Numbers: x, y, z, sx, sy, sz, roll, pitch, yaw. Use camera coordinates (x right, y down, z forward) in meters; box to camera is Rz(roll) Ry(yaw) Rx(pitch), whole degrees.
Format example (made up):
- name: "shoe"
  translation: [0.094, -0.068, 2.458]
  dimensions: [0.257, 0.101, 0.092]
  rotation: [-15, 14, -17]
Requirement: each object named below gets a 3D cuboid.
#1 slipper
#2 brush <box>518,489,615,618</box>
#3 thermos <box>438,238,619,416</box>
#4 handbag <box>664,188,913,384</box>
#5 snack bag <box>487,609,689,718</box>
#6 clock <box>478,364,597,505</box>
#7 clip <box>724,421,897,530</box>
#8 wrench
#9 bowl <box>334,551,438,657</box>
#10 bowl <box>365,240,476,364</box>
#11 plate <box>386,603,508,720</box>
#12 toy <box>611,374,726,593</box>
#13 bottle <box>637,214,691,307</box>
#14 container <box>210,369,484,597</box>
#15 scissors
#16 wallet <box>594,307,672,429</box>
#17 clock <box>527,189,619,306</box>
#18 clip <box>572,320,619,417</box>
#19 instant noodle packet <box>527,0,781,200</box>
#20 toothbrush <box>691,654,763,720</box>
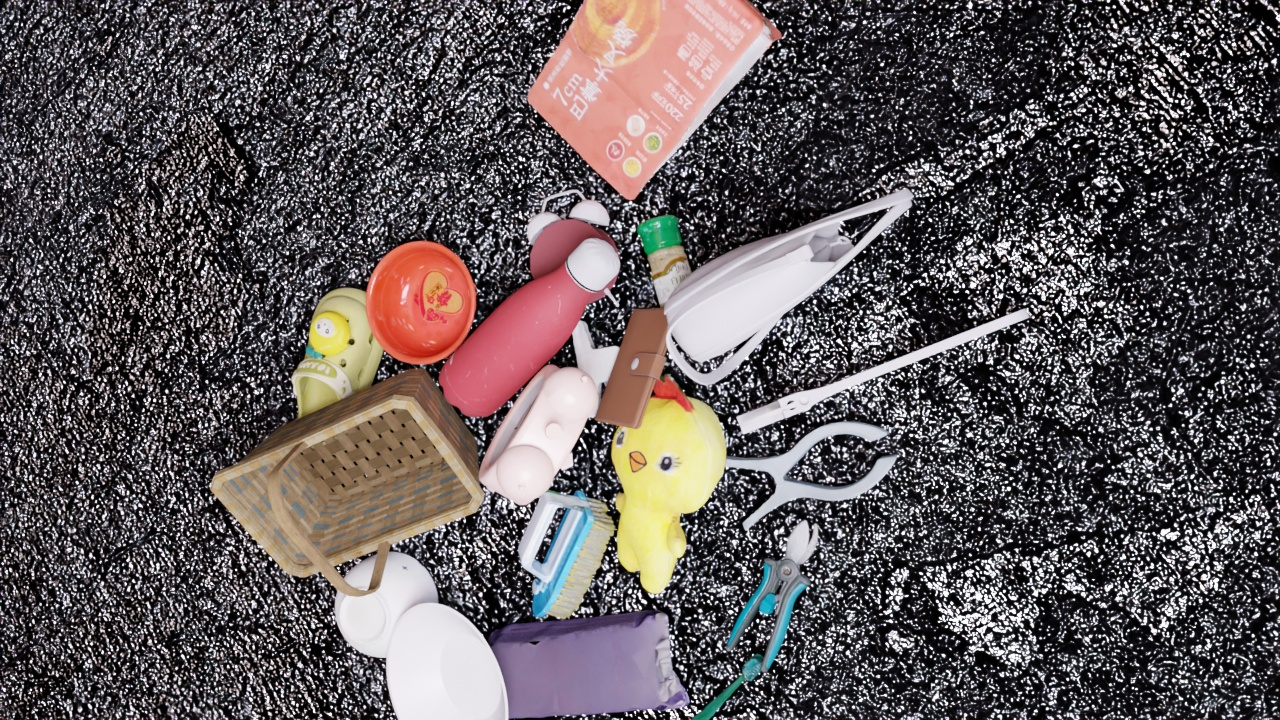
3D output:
- name: "slipper"
  translation: [-0.344, 0.013, 1.004]
  dimensions: [0.092, 0.081, 0.190]
  rotation: [16, 98, 19]
- name: "brush"
  translation: [-0.085, 0.199, 0.921]
  dimensions: [0.075, 0.055, 0.136]
  rotation: [17, 108, -22]
- name: "thermos"
  translation: [-0.107, -0.034, 0.898]
  dimensions: [0.241, 0.073, 0.073]
  rotation: [-41, 79, 32]
- name: "handbag"
  translation: [0.134, -0.075, 0.785]
  dimensions: [0.223, 0.215, 0.095]
  rotation: [-31, 91, 24]
- name: "snack bag"
  translation: [-0.059, 0.312, 0.928]
  dimensions: [0.206, 0.058, 0.096]
  rotation: [-12, 86, 18]
- name: "clock"
  translation: [-0.091, 0.076, 0.877]
  dimensions: [0.086, 0.161, 0.131]
  rotation: [31, 76, -6]
- name: "clip"
  translation: [0.156, 0.090, 0.877]
  dimensions: [0.163, 0.027, 0.106]
  rotation: [-24, 82, 15]
- name: "wrench"
  translation: [0.219, 0.010, 0.842]
  dimensions: [0.273, 0.086, 0.018]
  rotation: [-22, 84, 6]
- name: "bowl"
  translation: [-0.283, 0.268, 0.995]
  dimensions: [0.113, 0.063, 0.113]
  rotation: [0, 91, 16]
- name: "bowl"
  translation: [-0.226, -0.060, 0.983]
  dimensions: [0.131, 0.045, 0.130]
  rotation: [0, 90, 17]
- name: "plate"
  translation: [-0.186, 0.328, 0.933]
  dimensions: [0.174, 0.036, 0.174]
  rotation: [4, 96, 35]
- name: "toy"
  translation: [0.023, 0.118, 0.882]
  dimensions: [0.134, 0.092, 0.208]
  rotation: [28, 102, 51]
- name: "bottle"
  translation: [0.030, -0.086, 0.905]
  dimensions: [0.043, 0.043, 0.111]
  rotation: [-17, 86, 16]
- name: "container"
  translation: [-0.293, 0.132, 0.915]
  dimensions: [0.250, 0.186, 0.157]
  rotation: [-22, 117, 16]
- name: "scissors"
  translation: [0.127, 0.228, 0.887]
  dimensions: [0.150, 0.019, 0.131]
  rotation: [-22, 73, 17]
- name: "wallet"
  translation: [-0.005, 0.005, 0.888]
  dimensions: [0.013, 0.087, 0.121]
  rotation: [24, 80, -28]
- name: "clock"
  translation: [-0.068, -0.110, 0.934]
  dimensions: [0.087, 0.044, 0.124]
  rotation: [-13, 87, 17]
- name: "clip"
  translation: [-0.043, 0.006, 0.934]
  dimensions: [0.054, 0.057, 0.102]
  rotation: [-12, 88, 41]
- name: "instant noodle packet"
  translation: [0.002, -0.291, 0.903]
  dimensions: [0.164, 0.083, 0.221]
  rotation: [45, 111, 7]
- name: "toothbrush"
  translation: [0.058, 0.361, 0.914]
  dimensions: [0.016, 0.017, 0.190]
  rotation: [44, 102, 13]
